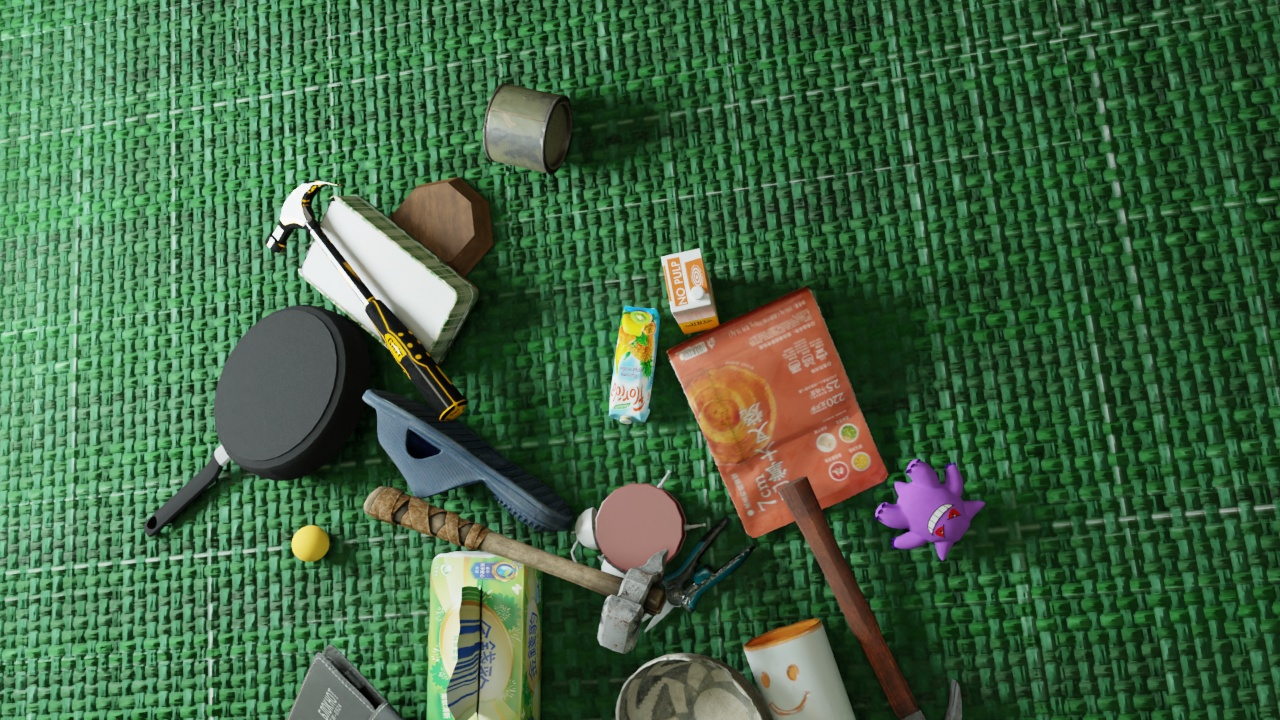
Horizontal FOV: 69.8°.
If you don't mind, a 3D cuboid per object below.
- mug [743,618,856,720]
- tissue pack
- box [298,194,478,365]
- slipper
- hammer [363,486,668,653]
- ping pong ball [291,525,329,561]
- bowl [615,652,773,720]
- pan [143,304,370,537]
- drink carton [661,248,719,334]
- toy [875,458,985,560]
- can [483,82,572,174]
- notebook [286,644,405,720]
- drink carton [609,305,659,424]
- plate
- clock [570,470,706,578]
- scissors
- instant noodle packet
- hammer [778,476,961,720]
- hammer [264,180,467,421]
[{"bbox_3d":[0.158,0.319,0.905,0.082,0.082,0.105,-20,79,6],"label":"mug"},{"bbox_3d":[-0.166,0.293,0.932,0.120,0.141,0.197,-8,80,8],"label":"tissue pack"},{"bbox_3d":[-0.290,-0.090,1.048,0.205,0.050,0.118,36,112,15],"label":"box"},{"bbox_3d":[-0.198,0.125,0.994,0.263,0.101,0.082,33,95,7],"label":"slipper"},{"bbox_3d":[-0.126,0.187,0.908,0.319,0.121,0.049,17,118,12],"label":"hammer"},{"bbox_3d":[-0.371,0.206,1.033,0.040,0.040,0.040,-2,81,9],"label":"ping pong ball"},{"bbox_3d":[0.068,0.367,0.904,0.179,0.081,0.178,2,94,35],"label":"bowl"},{"bbox_3d":[-0.455,0.082,1.048,0.356,0.044,0.204,-41,60,7],"label":"pan"},{"bbox_3d":[0.054,-0.071,0.963,0.040,0.122,0.058,-12,79,7],"label":"drink carton"},{"bbox_3d":[0.292,0.150,0.924,0.088,0.056,0.106,35,98,9],"label":"toy"},{"bbox_3d":[-0.126,-0.263,1.041,0.074,0.090,0.090,15,83,11],"label":"can"},{"bbox_3d":[-0.279,0.410,0.952,0.209,0.029,0.170,39,124,11],"label":"notebook"},{"bbox_3d":[-0.006,0.006,1.004,0.044,0.038,0.128,6,82,10],"label":"drink carton"},{"bbox_3d":[-0.238,-0.156,1.076,0.131,0.025,0.131,-2,81,9],"label":"plate"},{"bbox_3d":[-0.008,0.183,0.971,0.137,0.048,0.096,-35,77,3],"label":"clock"},{"bbox_3d":[0.061,0.230,0.967,0.144,0.019,0.126,-4,81,11],"label":"scissors"},{"bbox_3d":[0.144,0.056,0.960,0.164,0.084,0.221,-25,87,0],"label":"instant noodle packet"},{"bbox_3d":[0.220,0.257,0.919,0.111,0.028,0.300,-27,83,3],"label":"hammer"},{"bbox_3d":[-0.295,-0.064,1.012,0.123,0.036,0.320,-45,78,22],"label":"hammer"}]
